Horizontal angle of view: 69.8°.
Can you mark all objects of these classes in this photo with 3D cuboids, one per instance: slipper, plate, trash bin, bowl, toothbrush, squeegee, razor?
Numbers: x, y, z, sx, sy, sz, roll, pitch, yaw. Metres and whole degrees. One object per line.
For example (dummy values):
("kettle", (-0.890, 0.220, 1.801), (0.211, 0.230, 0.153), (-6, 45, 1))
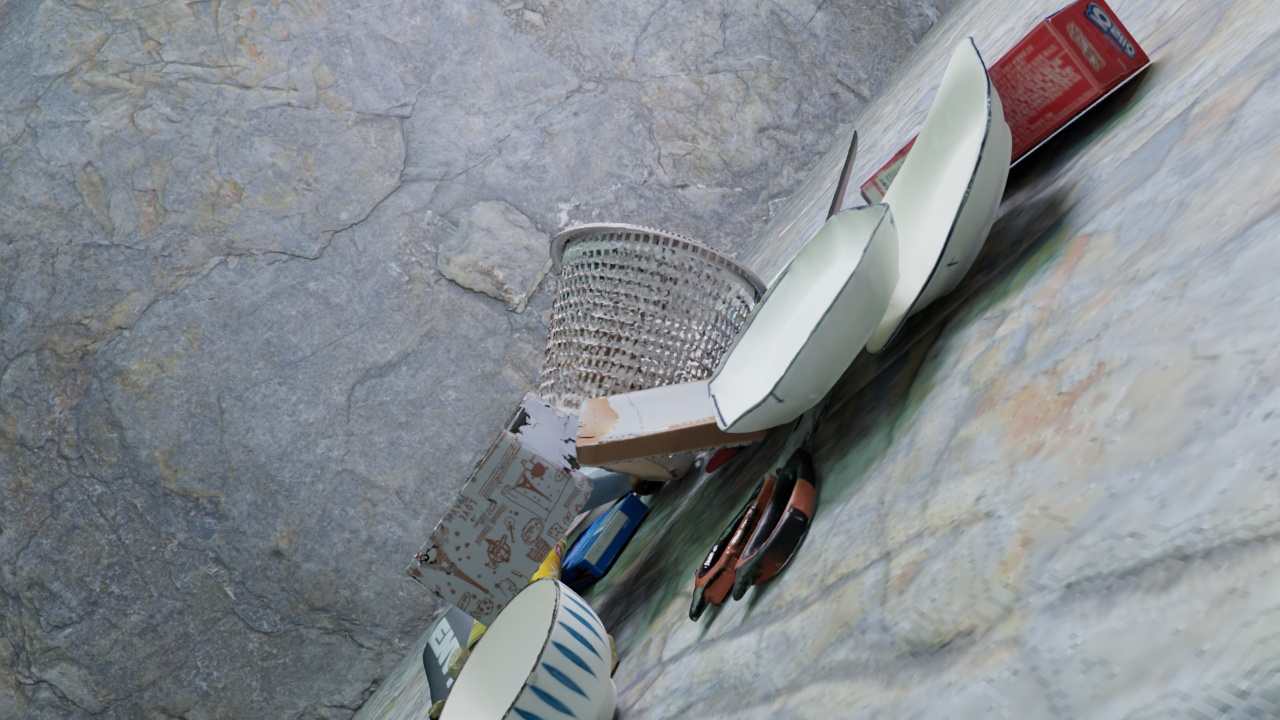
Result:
("slipper", (-0.019, 0.118, 1.132), (0.273, 0.054, 0.114), (-50, -1, -20))
("slipper", (-0.169, 0.276, 0.872), (0.110, 0.083, 0.268), (-52, 13, -1))
("plate", (0.106, -0.025, 0.601), (0.162, 0.034, 0.265), (-55, 3, 6))
("trash bin", (-0.005, 0.004, 0.881), (0.228, 0.227, 0.191), (136, 151, -71))
("bowl", (-0.056, 0.187, 0.510), (0.117, 0.066, 0.116), (-49, 15, 17))
("plate", (0.180, -0.094, 0.552), (0.163, 0.034, 0.165), (-74, 1, -49))
("toothbrush", (0.199, -0.119, 1.324), (0.020, 0.029, 0.190), (16, -56, -47))
("slipper", (-0.102, 0.169, 0.982), (0.244, 0.074, 0.104), (-17, -29, -29))
("squeegee", (0.174, -0.086, 1.016), (0.250, 0.040, 0.247), (121, 170, -67))
("razor", (0.007, 0.099, 1.003), (0.167, 0.067, 0.062), (-77, 2, -71))

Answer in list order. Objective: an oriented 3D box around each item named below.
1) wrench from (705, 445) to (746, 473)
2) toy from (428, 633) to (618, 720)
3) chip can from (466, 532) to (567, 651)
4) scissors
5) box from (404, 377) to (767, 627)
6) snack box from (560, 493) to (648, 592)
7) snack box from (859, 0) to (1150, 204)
("wrench", (0.136, -0.005, 0.680), (0.274, 0.016, 0.056), (-49, -1, 24))
("toy", (-0.078, 0.217, 0.618), (0.105, 0.066, 0.158), (11, -37, -42))
("chip can", (-0.108, 0.211, 0.816), (0.072, 0.072, 0.213), (-49, 11, 13))
("scissors", (0.080, 0.071, 0.547), (0.196, 0.015, 0.205), (-51, 2, -2))
("box", (-0.044, 0.075, 0.697), (0.274, 0.125, 0.178), (-32, 7, 3))
("snack box", (-0.051, 0.194, 0.931), (0.084, 0.026, 0.158), (-51, 2, -34))
("snack box", (0.230, -0.153, 0.614), (0.057, 0.058, 0.208), (-33, -5, -25))
